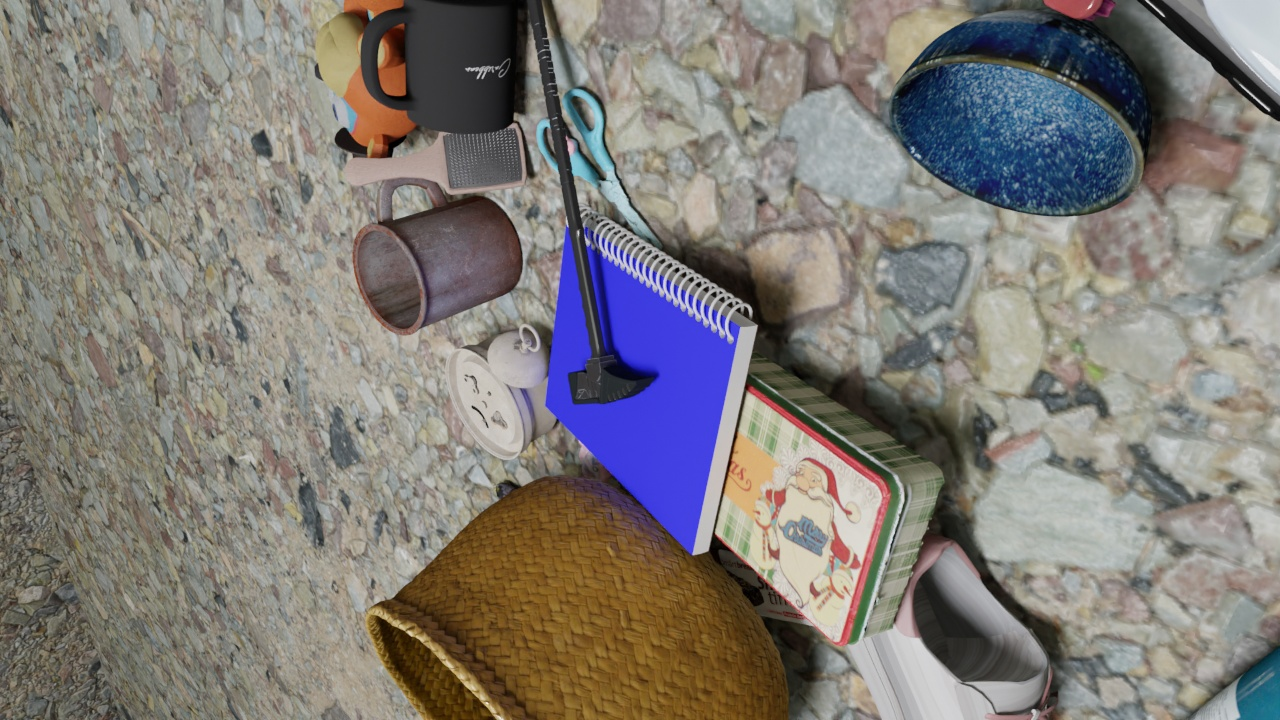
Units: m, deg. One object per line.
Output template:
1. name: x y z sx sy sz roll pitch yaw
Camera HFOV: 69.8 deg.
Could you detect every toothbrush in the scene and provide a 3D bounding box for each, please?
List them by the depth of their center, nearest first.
1. toothbrush: 0.138 -0.196 0.422 0.190 0.016 0.016 52 131 40

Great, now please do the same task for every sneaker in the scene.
1. sneaker: 0.231 -0.206 0.329 0.256 0.092 0.161 51 128 13
2. sneaker: 0.206 0.208 0.547 0.236 0.099 0.090 61 151 3

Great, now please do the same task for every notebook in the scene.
1. notebook: -0.004 0.004 0.635 0.209 0.022 0.172 39 128 47

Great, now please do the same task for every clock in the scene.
1. clock: -0.106 0.015 0.771 0.103 0.061 0.157 50 143 13

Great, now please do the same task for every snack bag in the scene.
1. snack bag: 0.117 0.171 0.673 0.158 0.013 0.057 -1 108 44

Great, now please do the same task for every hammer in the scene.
1. hammer: -0.048 -0.131 0.625 0.095 0.015 0.325 -7 94 59

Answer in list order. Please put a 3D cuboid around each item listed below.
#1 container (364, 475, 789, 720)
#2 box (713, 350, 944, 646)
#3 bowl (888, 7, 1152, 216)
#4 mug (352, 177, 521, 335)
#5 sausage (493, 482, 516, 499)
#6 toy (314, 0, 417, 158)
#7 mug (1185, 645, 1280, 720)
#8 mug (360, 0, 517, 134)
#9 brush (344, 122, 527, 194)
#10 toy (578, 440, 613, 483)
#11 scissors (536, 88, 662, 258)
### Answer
1. container: -0.041 0.236 0.687 0.307 0.196 0.308 34 148 25
2. box: 0.085 0.072 0.573 0.205 0.050 0.118 40 125 48
3. bowl: 0.179 -0.122 0.420 0.114 0.060 0.114 26 169 5
4. mug: -0.166 -0.094 0.738 0.096 0.110 0.123 4 113 37
5. sausage: -0.083 0.144 0.843 0.155 0.020 0.020 21 124 35
6. toy: -0.202 -0.232 0.711 0.112 0.096 0.176 -121 25 -46
7. mug: 0.318 0.188 0.451 0.078 0.078 0.122 42 138 20
8. mug: -0.142 -0.213 0.647 0.078 0.113 0.088 36 132 37
9. brush: -0.155 -0.149 0.691 0.015 0.135 0.050 -176 79 -85
10. toy: -0.022 0.051 0.724 0.079 0.037 0.123 42 130 23
11. scissors: -0.020 -0.134 0.652 0.141 0.015 0.076 46 135 7
